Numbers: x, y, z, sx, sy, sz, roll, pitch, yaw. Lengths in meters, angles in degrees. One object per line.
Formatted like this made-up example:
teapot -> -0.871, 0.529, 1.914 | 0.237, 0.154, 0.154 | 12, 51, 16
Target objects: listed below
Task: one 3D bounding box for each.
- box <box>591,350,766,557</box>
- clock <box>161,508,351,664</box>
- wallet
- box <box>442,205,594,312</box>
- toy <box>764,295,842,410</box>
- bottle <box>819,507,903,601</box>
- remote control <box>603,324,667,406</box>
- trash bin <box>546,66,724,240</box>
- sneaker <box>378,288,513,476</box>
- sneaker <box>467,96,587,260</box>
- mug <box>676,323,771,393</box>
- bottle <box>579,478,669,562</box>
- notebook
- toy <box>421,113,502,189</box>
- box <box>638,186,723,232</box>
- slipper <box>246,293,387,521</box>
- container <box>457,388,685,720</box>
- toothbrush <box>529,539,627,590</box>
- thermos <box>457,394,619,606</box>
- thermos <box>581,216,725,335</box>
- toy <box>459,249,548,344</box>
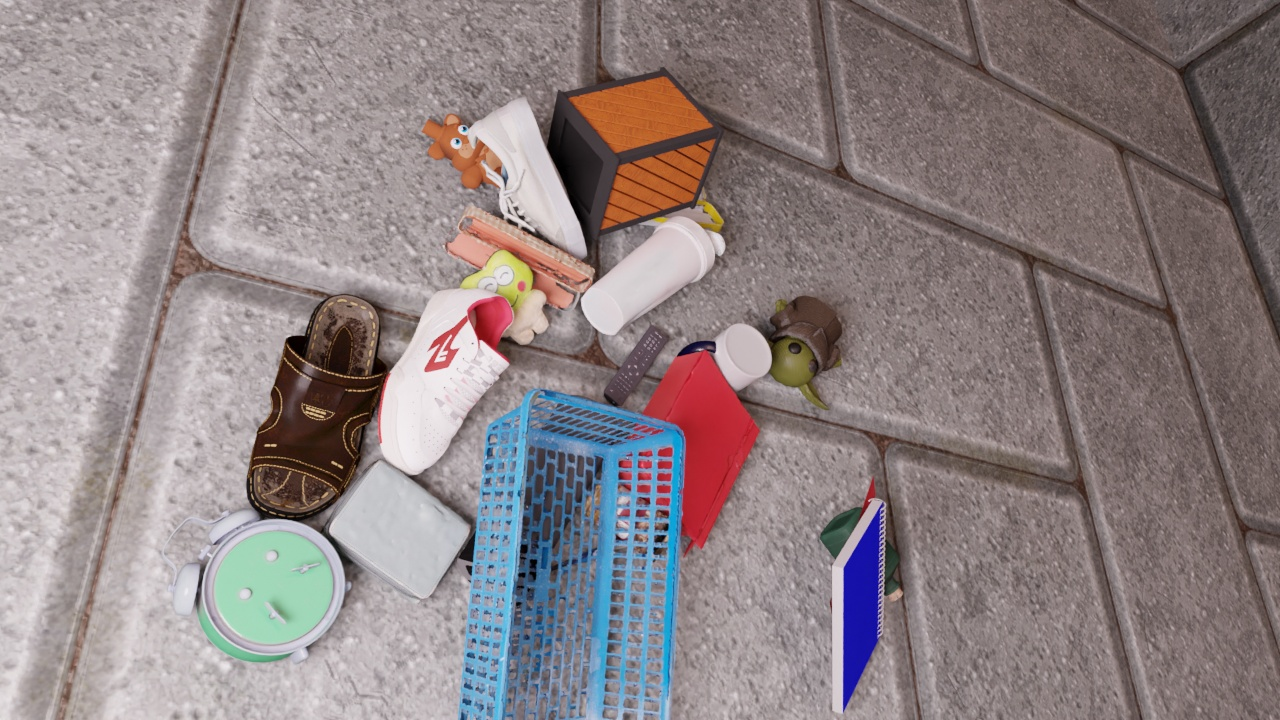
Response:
box -> 0.058, 0.108, 1.156 | 0.164, 0.153, 0.213 | 26, 51, 10
clock -> -0.356, 0.201, 0.841 | 0.161, 0.076, 0.121 | 36, 52, -13
wallet -> -0.251, 0.176, 0.942 | 0.131, 0.054, 0.100 | 40, 60, -13
box -> -0.152, -0.125, 1.152 | 0.187, 0.083, 0.042 | 26, 42, -19
toy -> 0.240, -0.027, 1.356 | 0.179, 0.078, 0.152 | 43, 51, -11
bottle -> 0.313, 0.273, 1.261 | 0.131, 0.061, 0.061 | 53, 47, 0
remote control -> -0.007, 0.007, 1.215 | 0.032, 0.015, 0.136 | 42, 53, -9
trash bin -> -0.014, -0.280, 1.235 | 0.171, 0.140, 0.139 | -23, 62, -30
sneaker -> -0.200, 0.017, 1.006 | 0.090, 0.104, 0.235 | 60, 35, -42
sneaker -> -0.141, -0.212, 1.155 | 0.091, 0.242, 0.089 | -23, 47, 1
mug -> 0.103, 0.002, 1.238 | 0.111, 0.097, 0.078 | 14, 59, -27
bottle -> -0.014, 0.185, 1.075 | 0.105, 0.056, 0.056 | 33, 51, 4
notebook -> 0.274, 0.302, 1.149 | 0.171, 0.022, 0.209 | -36, 127, -53
toy -> -0.219, -0.276, 1.187 | 0.127, 0.065, 0.094 | 28, 71, -17
box -> 0.021, -0.246, 1.355 | 0.209, 0.036, 0.129 | 1, 56, -33
slipper -> -0.326, 0.038, 0.945 | 0.113, 0.076, 0.267 | 23, 56, -22
container -> -0.069, 0.227, 0.926 | 0.256, 0.089, 0.361 | 19, 70, -50
toothbrush -> -0.060, 0.230, 1.065 | 0.188, 0.016, 0.017 | -14, 88, -38
thermos -> -0.110, 0.151, 1.027 | 0.082, 0.082, 0.239 | 39, 51, -11
thermos -> 0.015, -0.122, 1.250 | 0.099, 0.100, 0.219 | 51, 54, -1
toy -> -0.161, -0.073, 1.126 | 0.092, 0.046, 0.115 | -42, 108, -13
